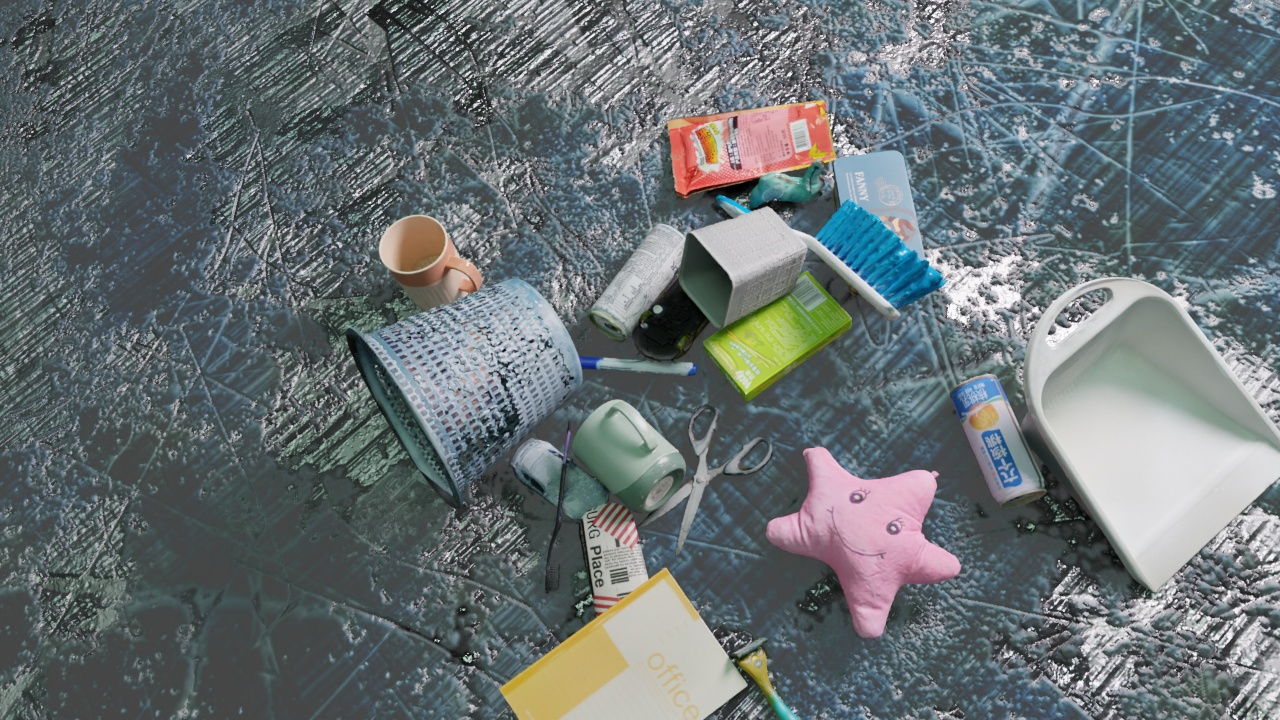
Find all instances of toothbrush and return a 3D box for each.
[{"bbox_3d":[-0.086,0.159,1.000,0.017,0.014,0.189,7,86,-2],"label":"toothbrush"}]

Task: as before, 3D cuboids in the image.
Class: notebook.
[{"bbox_3d":[-0.016,0.327,0.918,0.206,0.010,0.146,-34,84,-8],"label":"notebook"}]

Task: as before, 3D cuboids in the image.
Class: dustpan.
[{"bbox_3d":[0.506,0.052,0.922,0.222,0.143,0.257,-38,64,-9],"label":"dustpan"}]

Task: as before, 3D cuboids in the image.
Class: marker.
[{"bbox_3d":[-0.006,0.006,1.086,0.146,0.017,0.016,3,66,10],"label":"marker"}]

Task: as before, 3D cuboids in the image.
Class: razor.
[{"bbox_3d":[0.140,0.338,0.904,0.043,0.028,0.132,-16,56,-35],"label":"razor"}]

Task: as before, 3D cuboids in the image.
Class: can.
[{"bbox_3d":[0.378,0.085,0.972,0.053,0.053,0.134,-15,64,1],"label":"can"},{"bbox_3d":[0.001,-0.094,1.108,0.058,0.058,0.146,30,73,20],"label":"can"}]

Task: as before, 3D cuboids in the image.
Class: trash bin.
[{"bbox_3d":[-0.180,0.018,1.013,0.194,0.227,0.226,-32,64,-21],"label":"trash bin"}]

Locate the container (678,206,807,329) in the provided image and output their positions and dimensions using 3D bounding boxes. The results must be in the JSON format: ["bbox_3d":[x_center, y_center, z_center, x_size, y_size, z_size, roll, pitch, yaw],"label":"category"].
[{"bbox_3d":[0.118,-0.109,1.044,0.114,0.090,0.090,-24,60,-23],"label":"container"}]

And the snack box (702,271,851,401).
[{"bbox_3d":[0.160,-0.029,1.072,0.156,0.026,0.085,-35,65,-9],"label":"snack box"}]

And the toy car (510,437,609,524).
[{"bbox_3d":[-0.091,0.135,1.029,0.120,0.037,0.054,34,74,18],"label":"toy car"}]

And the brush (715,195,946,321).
[{"bbox_3d":[0.205,-0.146,1.058,0.109,0.060,0.314,-48,50,12],"label":"brush"}]

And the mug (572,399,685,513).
[{"bbox_3d":[-0.009,0.097,0.988,0.082,0.112,0.106,-30,56,-31],"label":"mug"}]

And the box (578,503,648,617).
[{"bbox_3d":[-0.023,0.232,0.972,0.070,0.055,0.164,-17,69,15],"label":"box"}]

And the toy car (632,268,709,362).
[{"bbox_3d":[0.052,-0.060,1.092,0.070,0.042,0.157,33,68,19],"label":"toy car"}]

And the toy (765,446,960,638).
[{"bbox_3d":[0.232,0.165,0.945,0.178,0.075,0.194,-38,65,-10],"label":"toy"}]

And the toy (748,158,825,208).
[{"bbox_3d":[0.187,-0.217,1.132,0.092,0.097,0.030,1,64,-12],"label":"toy"}]

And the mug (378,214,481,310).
[{"bbox_3d":[-0.248,-0.112,1.127,0.114,0.106,0.081,16,68,15],"label":"mug"}]

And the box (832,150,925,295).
[{"bbox_3d":[0.282,-0.169,1.101,0.090,0.060,0.184,-8,66,5],"label":"box"}]

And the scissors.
[{"bbox_3d":[0.069,0.127,1.021,0.178,0.014,0.159,-15,65,3],"label":"scissors"}]

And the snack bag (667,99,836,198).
[{"bbox_3d":[0.140,-0.276,1.173,0.208,0.073,0.128,-10,59,10],"label":"snack bag"}]
